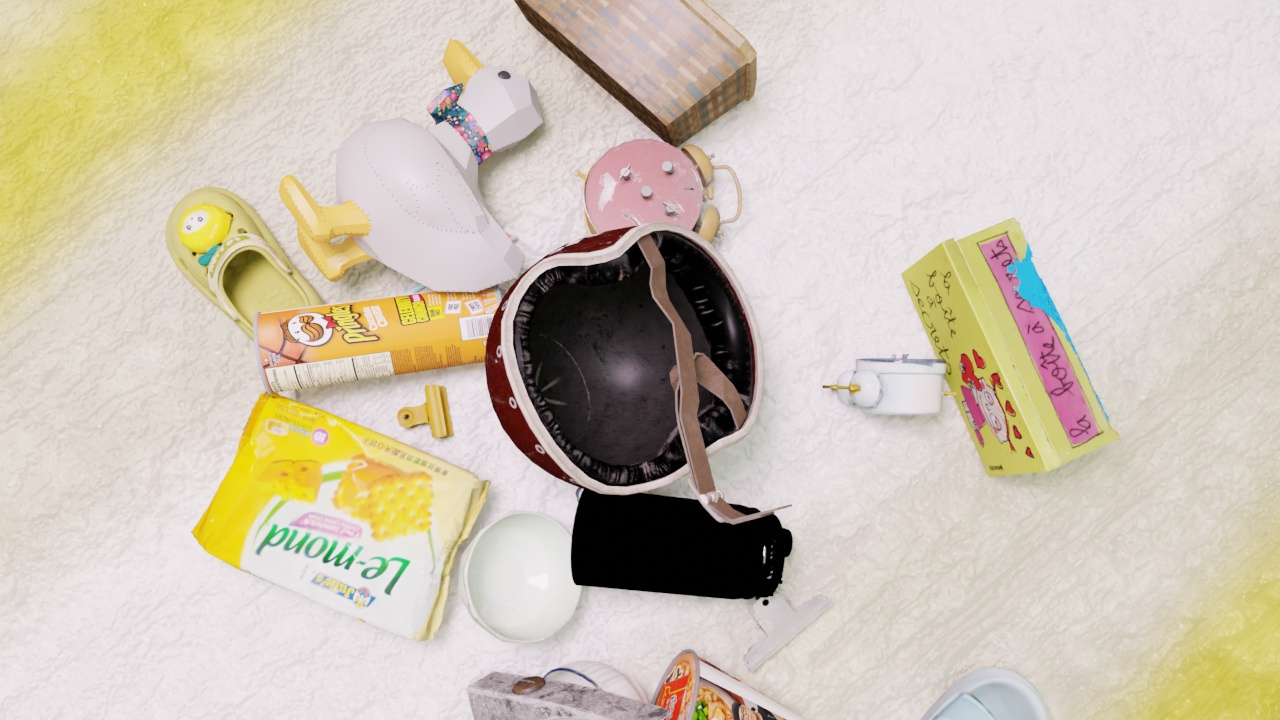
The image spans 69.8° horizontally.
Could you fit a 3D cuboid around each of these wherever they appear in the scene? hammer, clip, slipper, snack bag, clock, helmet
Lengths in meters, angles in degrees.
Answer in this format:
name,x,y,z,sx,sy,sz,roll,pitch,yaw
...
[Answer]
name,x,y,z,sx,sy,sz,roll,pitch,yaw
hammer,-0.037,0.420,0.782,0.218,0.037,0.300,-10,95,42
clip,0.127,0.240,0.858,0.101,0.046,0.056,-39,98,-6
slipper,0.274,0.385,0.824,0.245,0.074,0.104,-41,86,-4
snack bag,-0.272,0.139,0.847,0.247,0.068,0.159,23,84,2
clip,-0.208,0.051,0.879,0.049,0.044,0.054,-8,84,-27
clock,0.019,-0.154,0.880,0.159,0.081,0.117,-7,83,-2
helmet,-0.005,0.004,0.776,0.254,0.233,0.233,-22,102,34
clock,0.230,0.022,0.864,0.117,0.083,0.057,0,89,-2
slipper,-0.381,-0.084,0.867,0.091,0.081,0.190,-42,88,-3

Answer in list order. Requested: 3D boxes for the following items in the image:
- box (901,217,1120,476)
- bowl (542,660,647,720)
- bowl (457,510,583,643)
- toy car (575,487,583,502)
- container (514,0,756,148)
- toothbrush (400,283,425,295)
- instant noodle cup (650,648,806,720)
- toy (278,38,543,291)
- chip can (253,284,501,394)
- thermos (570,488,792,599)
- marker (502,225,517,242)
name,x,y,z,sx,sy,sz,roll,pitch,yaw
box,0.333,-0.010,0.850,0.082,0.124,0.221,-24,85,-6
bowl,-0.033,0.319,0.821,0.062,0.118,0.118,-16,81,-48
bowl,-0.117,0.198,0.836,0.117,0.061,0.117,10,72,-32
toy car,-0.031,0.155,0.869,0.038,0.027,0.089,-23,84,-2
container,0.016,-0.347,0.870,0.250,0.157,0.186,42,95,4
toothbrush,-0.254,-0.049,0.897,0.180,0.016,0.016,-34,84,-4
instant noodle cup,0.077,0.337,0.810,0.121,0.124,0.123,24,83,-7
toy,-0.190,-0.169,0.855,0.267,0.141,0.246,-31,76,-18
chip can,-0.235,-0.022,0.845,0.215,0.075,0.075,-9,83,-12
thermos,0.044,0.168,0.826,0.198,0.086,0.086,9,83,-14
marker,-0.179,-0.078,0.900,0.145,0.017,0.017,-43,86,-6
